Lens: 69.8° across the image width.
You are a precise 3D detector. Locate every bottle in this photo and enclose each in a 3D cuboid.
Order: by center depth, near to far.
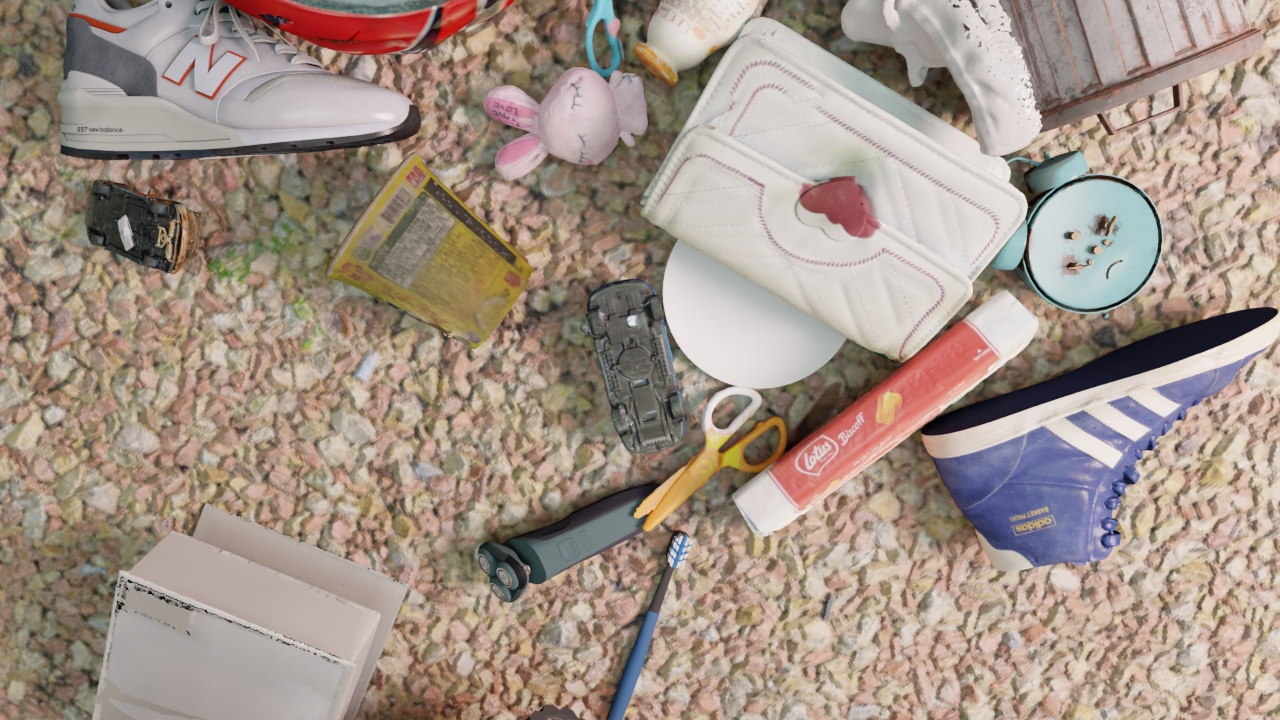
[{"bbox_3d":[0.042,-0.226,0.578,0.063,0.063,0.108,41,98,-5],"label":"bottle"}]

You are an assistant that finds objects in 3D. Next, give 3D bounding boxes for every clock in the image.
[{"bbox_3d":[0.276,-0.084,0.601,0.124,0.053,0.090,34,98,-4],"label":"clock"}]

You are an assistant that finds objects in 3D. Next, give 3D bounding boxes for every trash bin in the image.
[{"bbox_3d":[0.263,-0.240,0.537,0.131,0.130,0.211,-22,97,5],"label":"trash bin"}]

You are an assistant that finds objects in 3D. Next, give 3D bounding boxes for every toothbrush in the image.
[{"bbox_3d":[0.004,0.203,0.680,0.014,0.014,0.168,17,100,-13],"label":"toothbrush"}]

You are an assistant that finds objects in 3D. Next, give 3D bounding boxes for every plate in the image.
[{"bbox_3d":[0.083,-0.048,0.634,0.134,0.011,0.134,0,100,2],"label":"plate"}]

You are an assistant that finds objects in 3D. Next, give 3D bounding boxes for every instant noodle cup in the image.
[{"bbox_3d":[-0.133,-0.066,0.602,0.108,0.102,0.102,36,99,-14],"label":"instant noodle cup"}]

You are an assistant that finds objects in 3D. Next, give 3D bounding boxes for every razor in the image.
[{"bbox_3d":[-0.045,0.126,0.655,0.143,0.052,0.047,-25,96,-4],"label":"razor"}]

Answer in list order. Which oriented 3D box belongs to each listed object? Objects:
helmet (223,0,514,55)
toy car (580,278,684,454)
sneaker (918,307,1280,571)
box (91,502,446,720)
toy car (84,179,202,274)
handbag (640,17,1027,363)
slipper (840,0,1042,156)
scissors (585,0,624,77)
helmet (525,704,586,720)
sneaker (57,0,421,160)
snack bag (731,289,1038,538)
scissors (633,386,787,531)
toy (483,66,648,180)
[{"bbox_3d":[-0.165,-0.282,0.518,0.272,0.167,0.217,37,84,8],"label":"helmet"},{"bbox_3d":[-0.004,0.004,0.629,0.056,0.043,0.120,-13,101,4],"label":"toy car"},{"bbox_3d":[0.319,0.063,0.605,0.233,0.091,0.118,-21,94,6],"label":"sneaker"},{"bbox_3d":[-0.278,0.195,0.793,0.169,0.403,0.172,23,100,-3],"label":"box"},{"bbox_3d":[-0.329,-0.090,0.623,0.112,0.047,0.047,19,101,28],"label":"toy car"},{"bbox_3d":[0.113,-0.099,0.563,0.198,0.096,0.142,28,119,-5],"label":"handbag"},{"bbox_3d":[0.149,-0.220,0.539,0.075,0.112,0.246,-40,73,28],"label":"slipper"},{"bbox_3d":[-0.011,-0.250,0.573,0.015,0.135,0.135,30,58,25],"label":"scissors"},{"bbox_3d":[-0.122,0.337,0.646,0.205,0.131,0.256,38,113,-6],"label":"helmet"},{"bbox_3d":[-0.264,-0.193,0.581,0.240,0.088,0.124,-3,103,6],"label":"sneaker"},{"bbox_3d":[0.161,0.040,0.615,0.225,0.077,0.041,-37,74,8],"label":"snack bag"},{"bbox_3d":[0.041,0.070,0.642,0.130,0.013,0.070,-35,95,-7],"label":"scissors"},{"bbox_3d":[-0.050,-0.156,0.601,0.110,0.047,0.063,-8,117,17],"label":"toy"}]
